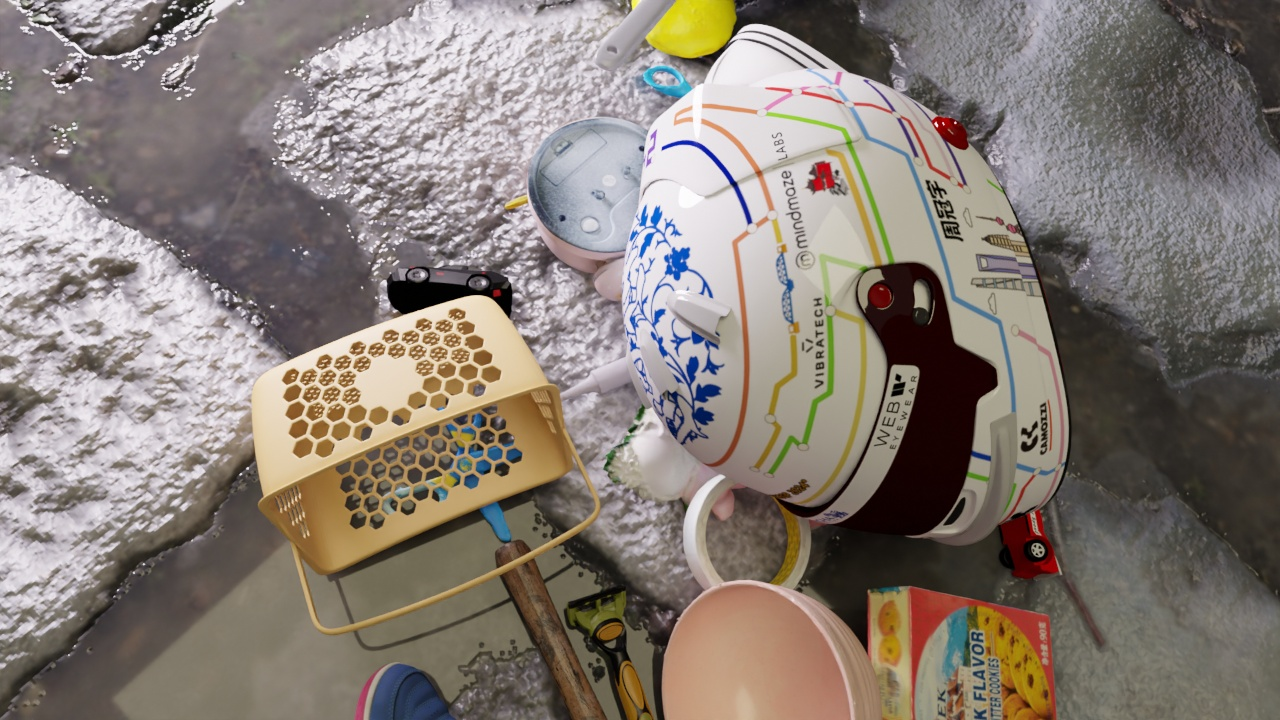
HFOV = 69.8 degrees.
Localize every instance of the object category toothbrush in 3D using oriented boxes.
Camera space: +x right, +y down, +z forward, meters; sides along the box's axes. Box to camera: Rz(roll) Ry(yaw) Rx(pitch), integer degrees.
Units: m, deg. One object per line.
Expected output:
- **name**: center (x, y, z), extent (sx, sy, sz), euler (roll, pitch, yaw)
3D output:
- **toothbrush**: center (-0.004, 0.004, 0.690), extent (0.187, 0.018, 0.019), euler (-23, 72, -15)

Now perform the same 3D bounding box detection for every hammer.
- **hammer**: center (-0.015, 0.258, 0.556), extent (0.033, 0.120, 0.330), euler (-25, 68, -11)

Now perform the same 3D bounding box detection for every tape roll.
- **tape roll**: center (0.075, 0.123, 0.640), extent (0.094, 0.019, 0.094), euler (5, 78, -24)

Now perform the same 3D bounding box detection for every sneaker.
- **sneaker**: center (0.147, -0.160, 0.732), extent (0.245, 0.091, 0.097), euler (41, 73, 2)
- **sneaker**: center (-0.084, 0.282, 0.540), extent (0.091, 0.116, 0.241), euler (-31, 79, 12)

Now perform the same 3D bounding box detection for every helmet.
- **helmet**: center (0.108, -0.025, 0.580), extent (0.235, 0.231, 0.314), euler (-11, 82, -15)

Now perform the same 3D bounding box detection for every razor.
- **razor**: center (-0.005, 0.221, 0.600), extent (0.044, 0.021, 0.144), euler (-11, 69, -30)

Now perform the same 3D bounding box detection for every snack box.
- **snack box**: center (0.210, 0.228, 0.594), extent (0.144, 0.040, 0.142), euler (17, 67, -29)

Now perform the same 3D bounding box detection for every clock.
- **clock**: center (-0.015, -0.112, 0.711), extent (0.158, 0.059, 0.116), euler (41, 71, 8)

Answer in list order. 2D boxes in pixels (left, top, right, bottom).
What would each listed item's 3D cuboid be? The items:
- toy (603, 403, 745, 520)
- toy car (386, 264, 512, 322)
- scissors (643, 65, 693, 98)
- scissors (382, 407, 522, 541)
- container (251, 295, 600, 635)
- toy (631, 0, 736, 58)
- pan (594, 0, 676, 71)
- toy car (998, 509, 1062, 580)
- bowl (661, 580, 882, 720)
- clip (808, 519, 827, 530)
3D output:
- **toy**: center (0.031, 0.070, 0.660), extent (0.109, 0.041, 0.095), euler (35, 68, -11)
- **toy car**: center (-0.141, -0.051, 0.682), extent (0.091, 0.042, 0.036), euler (7, 44, -4)
- **scissors**: center (0.059, -0.206, 0.782), extent (0.129, 0.014, 0.118), euler (15, 65, -7)
- **scissors**: center (-0.127, 0.075, 0.651), extent (0.130, 0.014, 0.125), euler (-30, 75, -12)
- **container**: center (-0.135, 0.067, 0.579), extent (0.183, 0.129, 0.167), euler (-21, 62, -12)
- **toy**: center (0.039, -0.306, 0.800), extent (0.094, 0.041, 0.095), euler (40, 70, 3)
- **pan**: center (0.056, -0.355, 0.783), extent (0.201, 0.051, 0.355), euler (31, 54, 4)
- **toy car**: center (0.280, 0.115, 0.675), extent (0.025, 0.038, 0.089), euler (-1, 70, -11)
- **bowl**: center (0.091, 0.211, 0.574), extent (0.076, 0.153, 0.153), euler (5, 64, -43)
- **clip**: center (0.142, 0.112, 0.668), extent (0.060, 0.023, 0.045), euler (18, 73, 1)
